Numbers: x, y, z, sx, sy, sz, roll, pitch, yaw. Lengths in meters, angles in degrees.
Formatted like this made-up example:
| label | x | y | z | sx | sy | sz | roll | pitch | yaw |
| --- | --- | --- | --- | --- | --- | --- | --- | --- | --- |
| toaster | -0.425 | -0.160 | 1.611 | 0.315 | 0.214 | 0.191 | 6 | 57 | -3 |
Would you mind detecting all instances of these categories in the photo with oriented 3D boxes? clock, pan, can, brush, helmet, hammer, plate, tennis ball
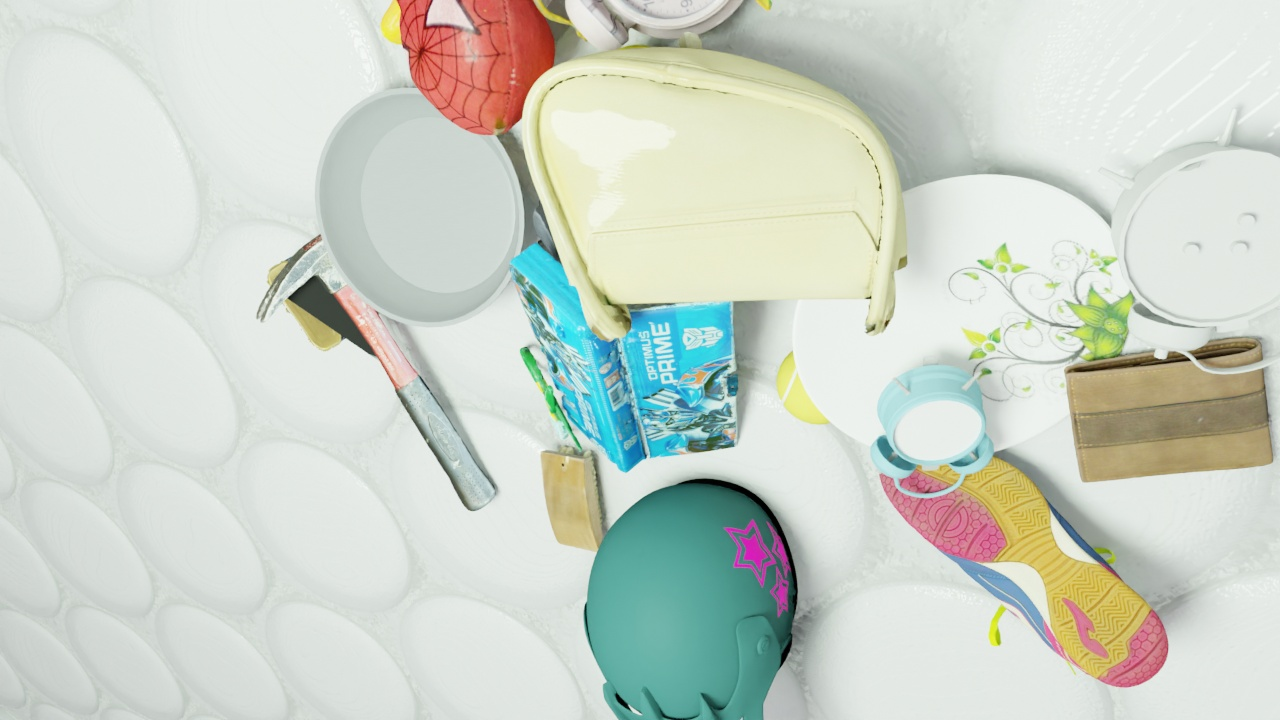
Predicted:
| label | x | y | z | sx | sy | sz | roll | pitch | yaw |
| --- | --- | --- | --- | --- | --- | --- | --- | --- | --- |
| clock | 0.352 | -0.061 | 0.556 | 0.120 | 0.061 | 0.159 | -25 | 104 | 24 |
| pan | -0.137 | -0.179 | 0.752 | 0.201 | 0.050 | 0.357 | 46 | 114 | 2 |
| can | -0.315 | -0.065 | 0.909 | 0.054 | 0.058 | 0.100 | -22 | 106 | 35 |
| clock | 0.212 | 0.055 | 0.669 | 0.087 | 0.041 | 0.123 | -5 | 128 | 8 |
| brush | -0.065 | 0.136 | 0.916 | 0.049 | 0.039 | 0.117 | 7 | 121 | 23 |
| helmet | 0.050 | 0.253 | 0.824 | 0.177 | 0.199 | 0.275 | -3 | 117 | 29 |
| clock | 0.002 | -0.266 | 0.593 | 0.158 | 0.058 | 0.117 | -8 | 109 | 9 |
| hammer | -0.239 | 0.026 | 0.905 | 0.036 | 0.140 | 0.326 | 21 | 143 | 56 |
| plate | 0.223 | -0.028 | 0.654 | 0.229 | 0.030 | 0.230 | 2 | 123 | 3 |
| tennis ball | 0.140 | 0.018 | 0.720 | 0.065 | 0.065 | 0.065 | 13 | 124 | 20 |

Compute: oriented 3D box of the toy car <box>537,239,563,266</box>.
| label | x | y | z | sx | sy | sz | roll | pitch | yaw |
| --- | --- | --- | --- | --- | --- | --- | --- | --- | --- |
| toy car | -0.068 | -0.064 | 0.798 | 0.042 | 0.036 | 0.092 | 5 | 111 | 22 |

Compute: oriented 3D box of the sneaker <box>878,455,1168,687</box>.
| label | x | y | z | sx | sy | sz | roll | pitch | yaw |
| --- | --- | --- | --- | --- | --- | --- | --- | --- | --- |
| sneaker | 0.287 | 0.155 | 0.717 | 0.116 | 0.091 | 0.242 | -48 | 67 | 7 |

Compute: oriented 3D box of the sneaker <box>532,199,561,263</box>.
| label | x | y | z | sx | sy | sz | roll | pitch | yaw |
| --- | --- | --- | --- | --- | --- | --- | --- | --- | --- |
| sneaker | 0.022 | -0.146 | 0.669 | 0.253 | 0.097 | 0.151 | 3 | 114 | 25 |

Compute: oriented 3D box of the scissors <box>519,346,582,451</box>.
| label | x | y | z | sx | sy | sz | roll | pitch | yaw |
| --- | --- | --- | --- | --- | --- | --- | --- | --- | --- |
| scissors | -0.081 | 0.041 | 0.846 | 0.125 | 0.011 | 0.130 | 56 | 167 | 35 |

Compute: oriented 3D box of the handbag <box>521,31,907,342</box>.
| label | x | y | z | sx | sy | sz | roll | pitch | yaw |
| --- | --- | --- | --- | --- | --- | --- | --- | --- | --- |
| handbag | 0.050 | -0.107 | 0.579 | 0.233 | 0.088 | 0.191 | 0 | 110 | 10 |

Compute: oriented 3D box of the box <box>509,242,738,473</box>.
| label | x | y | z | sx | sy | sz | roll | pitch | yaw |
| --- | --- | --- | --- | --- | --- | --- | --- | --- | --- |
| box | -0.011 | 0.020 | 0.735 | 0.171 | 0.070 | 0.244 | 16 | 153 | 16 |

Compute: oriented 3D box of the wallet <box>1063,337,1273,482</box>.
| label | x | y | z | sx | sy | sz | roll | pitch | yaw |
| --- | --- | --- | --- | --- | --- | --- | --- | --- | --- |
| wallet | 0.364 | 0.038 | 0.636 | 0.121 | 0.026 | 0.099 | -11 | 117 | 23 |

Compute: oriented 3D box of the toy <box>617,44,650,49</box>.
| label | x | y | z | sx | sy | sz | roll | pitch | yaw |
| --- | --- | --- | --- | --- | --- | --- | --- | --- | --- |
| toy | -0.028 | -0.197 | 0.659 | 0.096 | 0.094 | 0.041 | -11 | 111 | 57 |

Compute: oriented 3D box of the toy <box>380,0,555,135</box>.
| label | x | y | z | sx | sy | sz | roll | pitch | yaw |
| --- | --- | --- | --- | --- | --- | --- | --- | --- | --- |
| toy | -0.130 | -0.261 | 0.642 | 0.216 | 0.098 | 0.148 | 66 | 159 | 1 |
